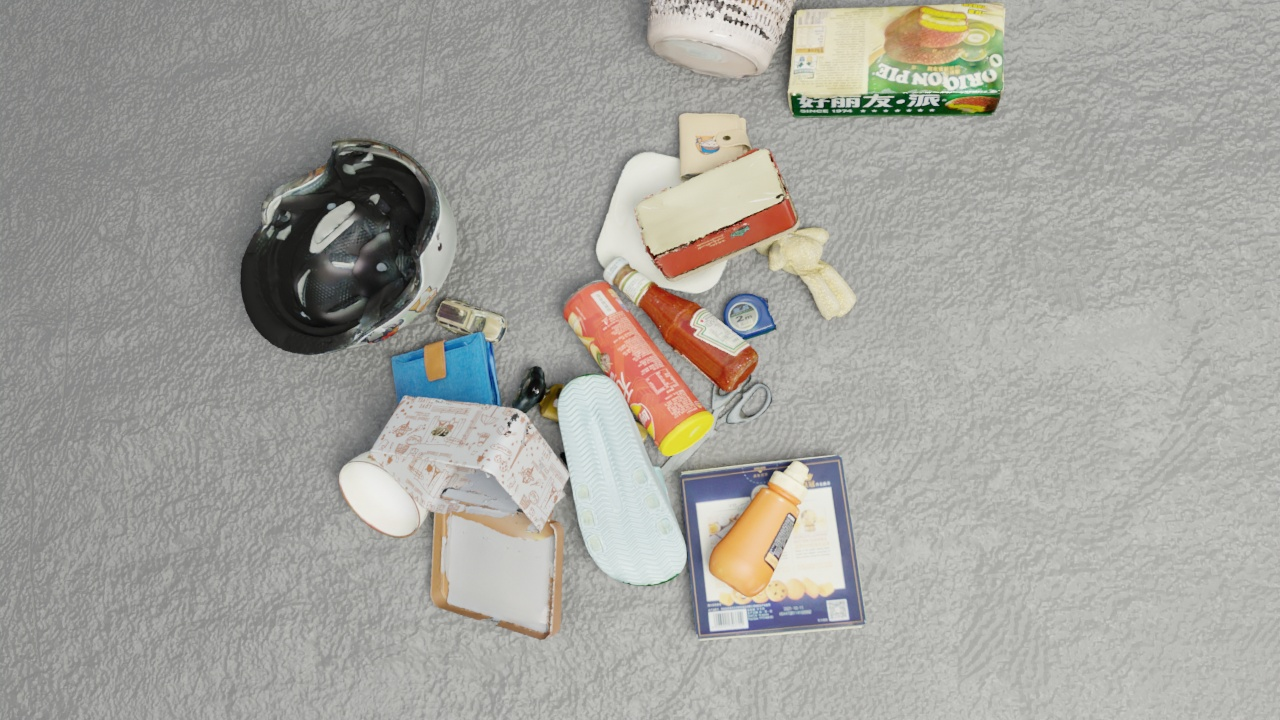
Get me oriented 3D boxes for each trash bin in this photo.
[{"bbox_3d":[0.100,-0.451,1.085,0.228,0.227,0.192,14,93,15],"label":"trash bin"}]

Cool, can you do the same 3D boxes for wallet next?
[{"bbox_3d":[0.090,-0.259,1.105,0.087,0.024,0.115,0,50,1],"label":"wallet"},{"bbox_3d":[-0.238,0.029,1.122,0.133,0.040,0.106,-14,78,17],"label":"wallet"}]

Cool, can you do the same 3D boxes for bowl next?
[{"bbox_3d":[-0.294,0.148,1.090,0.113,0.114,0.062,18,39,16],"label":"bowl"}]

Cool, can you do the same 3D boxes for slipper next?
[{"bbox_3d":[-0.025,0.133,1.024,0.104,0.074,0.245,-20,84,9],"label":"slipper"}]

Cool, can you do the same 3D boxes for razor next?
[{"bbox_3d":[-0.070,0.061,1.072,0.167,0.068,0.062,22,78,10],"label":"razor"}]

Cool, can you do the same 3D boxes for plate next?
[{"bbox_3d":[0.039,-0.163,1.111,0.164,0.034,0.163,17,81,15],"label":"plate"}]

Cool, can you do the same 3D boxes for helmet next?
[{"bbox_3d":[-0.335,-0.127,1.124,0.274,0.156,0.230,-46,74,10],"label":"helmet"}]

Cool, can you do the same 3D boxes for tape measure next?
[{"bbox_3d":[0.125,-0.050,1.071,0.058,0.025,0.054,-18,72,4],"label":"tape measure"}]

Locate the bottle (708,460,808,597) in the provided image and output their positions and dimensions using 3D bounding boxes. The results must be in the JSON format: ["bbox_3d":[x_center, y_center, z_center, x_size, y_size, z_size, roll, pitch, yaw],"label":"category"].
[{"bbox_3d":[0.131,0.170,0.955,0.067,0.067,0.149,30,79,17],"label":"bottle"}]

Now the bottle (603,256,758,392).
[{"bbox_3d":[0.042,-0.046,1.052,0.206,0.060,0.060,40,88,15],"label":"bottle"}]

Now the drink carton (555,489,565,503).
[{"bbox_3d":[-0.144,0.120,1.077,0.045,0.053,0.122,-38,72,4],"label":"drink carton"}]

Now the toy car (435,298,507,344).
[{"bbox_3d":[-0.210,-0.048,1.141,0.090,0.035,0.042,19,84,13],"label":"toy car"}]

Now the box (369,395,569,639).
[{"bbox_3d":[-0.173,0.166,1.005,0.179,0.125,0.274,5,119,31],"label":"box"}]

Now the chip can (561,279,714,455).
[{"bbox_3d":[-0.006,0.006,1.057,0.073,0.073,0.216,-38,70,2],"label":"chip can"}]

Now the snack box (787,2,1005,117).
[{"bbox_3d":[0.299,-0.352,1.082,0.240,0.063,0.114,2,78,13],"label":"snack box"}]

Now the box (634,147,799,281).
[{"bbox_3d":[0.082,-0.168,1.027,0.168,0.079,0.091,-22,61,13],"label":"box"}]

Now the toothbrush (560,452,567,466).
[{"bbox_3d":[-0.022,0.167,1.062,0.189,0.016,0.014,38,78,15],"label":"toothbrush"}]

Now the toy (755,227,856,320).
[{"bbox_3d":[0.184,-0.112,1.059,0.105,0.066,0.157,-31,74,-30],"label":"toy"}]

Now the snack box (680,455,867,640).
[{"bbox_3d":[0.141,0.203,0.998,0.178,0.046,0.182,-8,76,11],"label":"snack box"}]

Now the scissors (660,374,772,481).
[{"bbox_3d":[0.082,0.086,1.056,0.136,0.014,0.174,9,80,16],"label":"scissors"}]
